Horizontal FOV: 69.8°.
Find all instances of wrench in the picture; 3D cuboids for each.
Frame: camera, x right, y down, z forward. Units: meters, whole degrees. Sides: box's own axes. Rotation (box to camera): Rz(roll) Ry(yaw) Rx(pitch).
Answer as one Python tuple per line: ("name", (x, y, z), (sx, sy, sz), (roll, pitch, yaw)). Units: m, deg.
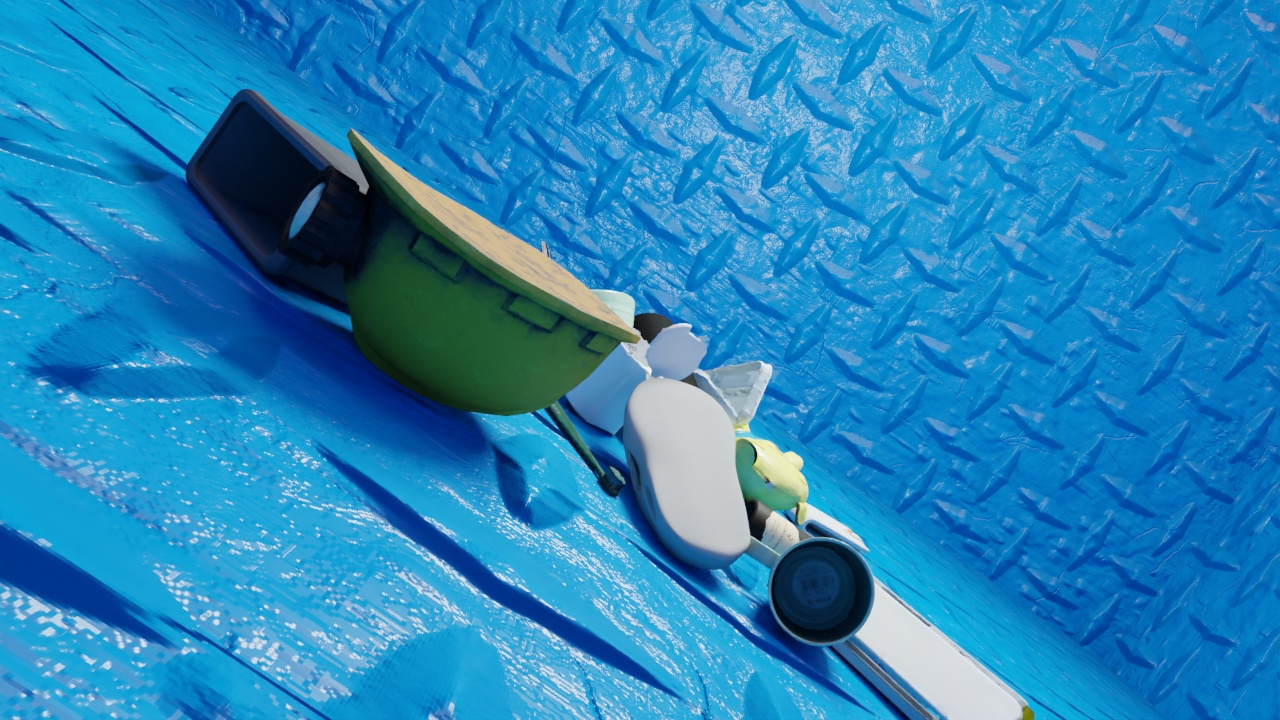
("wrench", (0.214, 0.278, 0.791), (0.273, 0.018, 0.086), (39, 6, 39))

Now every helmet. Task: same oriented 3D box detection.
("helmet", (-0.134, -0.038, 0.669), (0.255, 0.131, 0.205), (32, 7, -33))

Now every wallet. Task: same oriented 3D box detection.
("wallet", (0.263, 0.241, 1.329), (0.118, 0.037, 0.115), (32, 6, -14))

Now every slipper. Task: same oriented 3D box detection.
("slipper", (0.034, 0.113, 0.841), (0.113, 0.081, 0.265), (14, 26, -14))

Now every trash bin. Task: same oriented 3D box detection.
("trash bin", (-0.249, -0.114, 0.806), (0.192, 0.097, 0.219), (40, 5, 34))

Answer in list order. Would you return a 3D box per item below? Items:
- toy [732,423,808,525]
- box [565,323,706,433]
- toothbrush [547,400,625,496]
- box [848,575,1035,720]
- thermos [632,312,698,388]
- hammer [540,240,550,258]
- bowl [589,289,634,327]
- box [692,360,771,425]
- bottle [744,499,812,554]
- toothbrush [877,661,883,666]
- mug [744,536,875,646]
("toy", (0.162, 0.147, 1.248), (0.149, 0.084, 0.214), (35, 7, -5))
("box", (-0.004, 0.007, 0.980), (0.083, 0.166, 0.092), (29, 22, -32))
("toothbrush", (-0.056, 0.071, 0.850), (0.016, 0.017, 0.190), (33, 6, -34))
("box", (0.242, 0.254, 0.805), (0.117, 0.057, 0.210), (22, 13, -45))
("thermos", (0.025, 0.039, 1.070), (0.086, 0.086, 0.198), (32, 26, -36))
("hammer", (-0.246, -0.166, 1.296), (0.333, 0.118, 0.025), (33, -1, 34))
("bowl", (-0.076, -0.024, 1.054), (0.150, 0.151, 0.077), (24, 56, -66))
("box", (0.070, 0.034, 1.262), (0.127, 0.106, 0.215), (27, -17, -18))
("bottle", (0.180, 0.214, 0.968), (0.184, 0.045, 0.045), (35, 6, -12))
("toothbrush", (0.263, 0.292, 0.928), (0.026, 0.027, 0.222), (23, 0, 25))
("mug", (0.134, 0.182, 0.766), (0.111, 0.084, 0.104), (31, -6, 12))
